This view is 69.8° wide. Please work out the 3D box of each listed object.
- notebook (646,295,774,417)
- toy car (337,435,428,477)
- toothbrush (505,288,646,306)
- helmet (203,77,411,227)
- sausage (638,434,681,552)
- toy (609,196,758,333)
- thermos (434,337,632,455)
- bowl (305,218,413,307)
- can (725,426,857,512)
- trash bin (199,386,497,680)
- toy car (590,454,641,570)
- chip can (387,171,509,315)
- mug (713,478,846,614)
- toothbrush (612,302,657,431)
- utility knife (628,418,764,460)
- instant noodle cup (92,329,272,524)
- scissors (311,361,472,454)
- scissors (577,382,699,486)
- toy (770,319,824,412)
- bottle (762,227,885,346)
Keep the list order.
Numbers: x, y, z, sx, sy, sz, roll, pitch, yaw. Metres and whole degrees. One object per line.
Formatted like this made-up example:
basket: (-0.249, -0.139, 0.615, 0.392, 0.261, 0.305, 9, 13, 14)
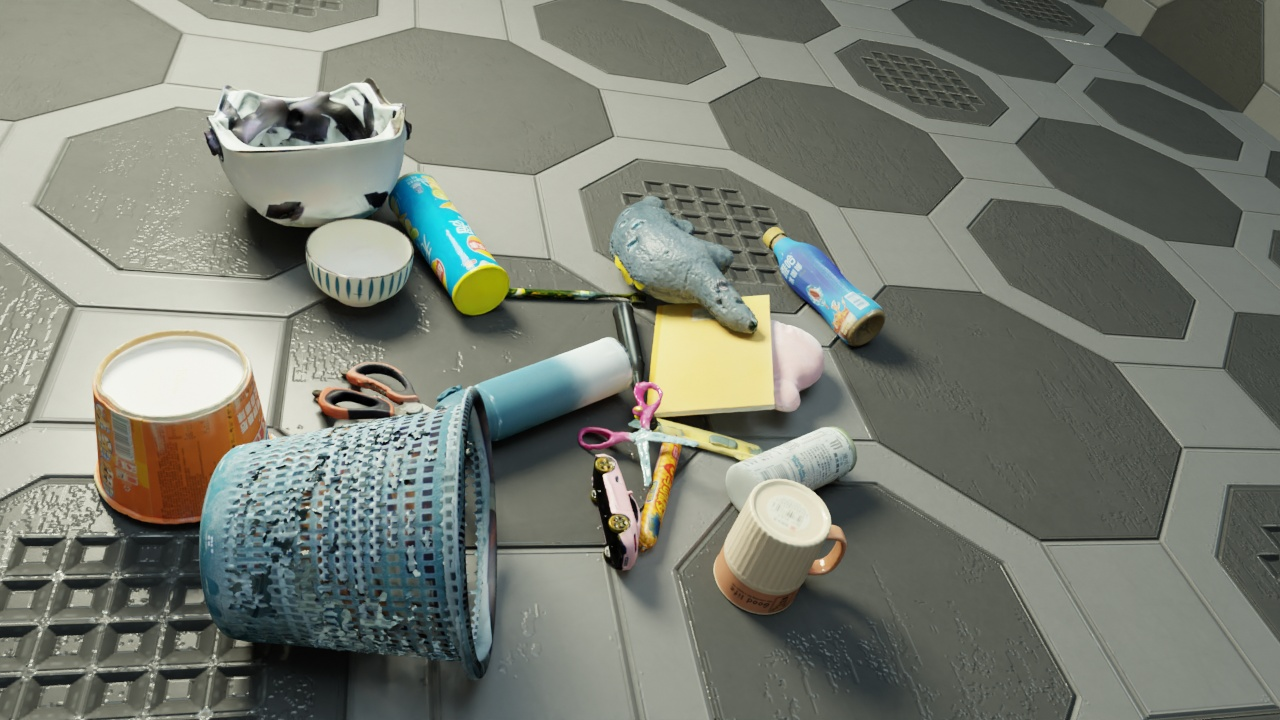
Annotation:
notebook: (0.084, -0.009, 1.086, 0.146, 0.010, 0.205, -5, 39, 10)
toy car: (-0.249, 0.092, 0.878, 0.106, 0.031, 0.049, 0, 41, -11)
toothbrush: (-0.080, -0.079, 1.149, 0.185, 0.012, 0.017, 1, 53, -18)
helmet: (-0.392, -0.237, 1.105, 0.228, 0.146, 0.258, -13, 37, -24)
sausage: (0.020, 0.132, 0.935, 0.021, 0.022, 0.164, 18, 41, 1)
toy: (0.034, -0.137, 1.188, 0.137, 0.092, 0.356, 0, 33, -27)
thermos: (-0.110, 0.034, 0.967, 0.219, 0.070, 0.070, -20, 52, -36)
bowl: (-0.321, -0.104, 1.049, 0.116, 0.066, 0.116, 9, 40, -8)
can: (0.161, 0.116, 0.974, 0.146, 0.058, 0.058, -17, 51, -34)
trash bin: (-0.220, 0.136, 0.720, 0.195, 0.227, 0.226, -2, 42, -3)
toy car: (-0.023, 0.143, 0.881, 0.037, 0.056, 0.122, -2, 43, -16)
chip can: (-0.238, -0.147, 1.123, 0.071, 0.071, 0.210, -15, 50, -32)
mug: (0.138, 0.175, 0.861, 0.114, 0.106, 0.081, 6, 42, -13)
toothbrush: (-0.006, 0.006, 1.060, 0.027, 0.026, 0.212, -20, 42, 6)
utility knife: (0.066, 0.088, 1.011, 0.163, 0.018, 0.030, 11, 36, 0)
instant noodle cup: (-0.401, 0.051, 0.803, 0.151, 0.112, 0.151, 8, 38, -6)
scissors: (-0.240, 0.053, 0.888, 0.193, 0.015, 0.206, -8, 31, -7)
scissors: (-0.005, 0.077, 0.967, 0.136, 0.017, 0.133, -8, 50, 3)
toy: (0.156, 0.006, 1.100, 0.121, 0.054, 0.159, 16, 38, 12)
bottle: (0.241, -0.109, 1.255, 0.065, 0.065, 0.218, -13, 48, -31)
